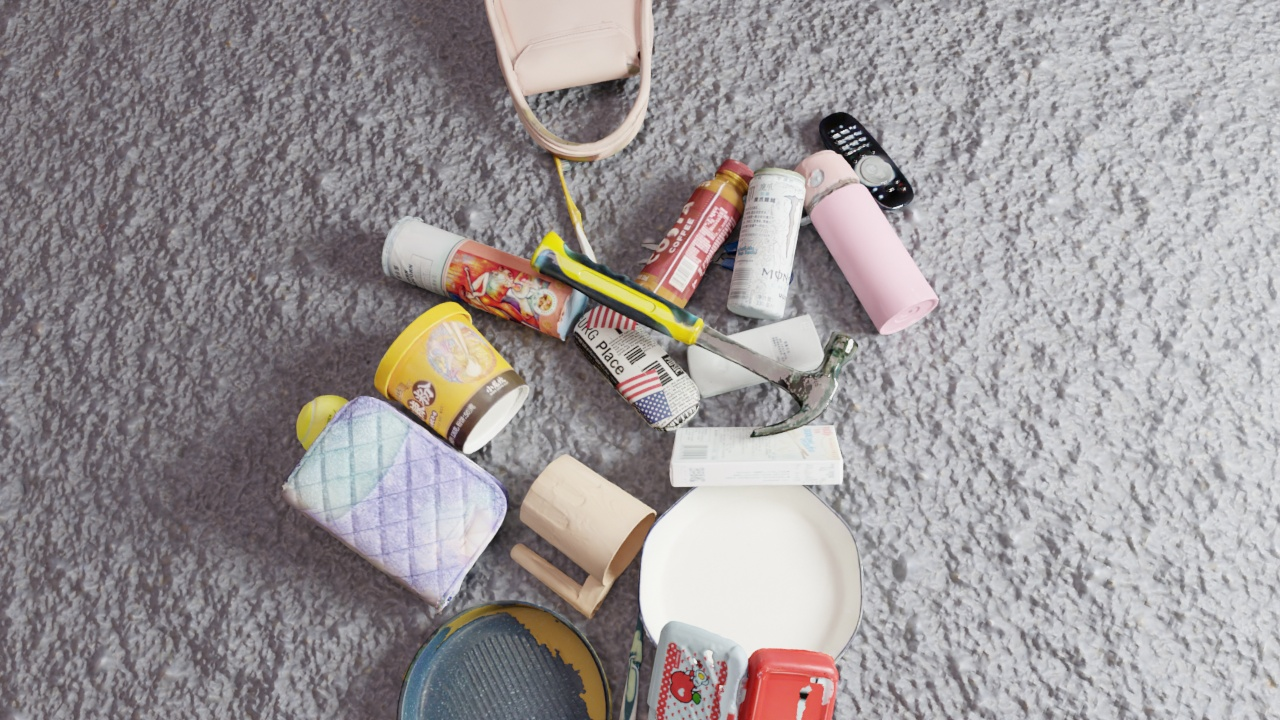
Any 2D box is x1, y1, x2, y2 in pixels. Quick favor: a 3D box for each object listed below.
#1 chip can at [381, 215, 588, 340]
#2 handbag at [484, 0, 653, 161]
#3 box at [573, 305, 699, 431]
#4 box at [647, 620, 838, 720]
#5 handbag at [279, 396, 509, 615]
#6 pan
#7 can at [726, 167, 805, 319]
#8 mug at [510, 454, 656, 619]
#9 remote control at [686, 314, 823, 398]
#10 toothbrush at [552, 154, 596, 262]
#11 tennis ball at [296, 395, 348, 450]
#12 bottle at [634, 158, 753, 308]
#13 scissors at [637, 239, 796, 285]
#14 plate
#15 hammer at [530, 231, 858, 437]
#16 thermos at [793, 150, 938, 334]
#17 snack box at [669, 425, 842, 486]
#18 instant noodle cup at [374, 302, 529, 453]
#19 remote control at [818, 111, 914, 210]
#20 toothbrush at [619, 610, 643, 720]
[{"bbox_3d":[-0.164,-0.088,0.976,0.215,0.071,0.071,20,74,13],"label":"chip can"},{"bbox_3d":[-0.071,-0.338,1.048,0.193,0.093,0.234,-11,75,3],"label":"handbag"},{"bbox_3d":[-0.005,0.007,0.940,0.069,0.052,0.164,-43,64,3],"label":"box"},{"bbox_3d":[0.076,0.327,0.770,0.161,0.058,0.201,10,101,9],"label":"box"},{"bbox_3d":[-0.229,0.133,0.884,0.194,0.075,0.134,36,82,1],"label":"handbag"},{"bbox_3d":[-0.083,0.378,0.798,0.197,0.078,0.357,-33,70,-4],"label":"pan"},{"bbox_3d":[0.129,-0.117,0.933,0.058,0.058,0.146,10,85,11],"label":"can"},{"bbox_3d":[-0.059,0.167,0.876,0.103,0.084,0.125,33,104,18],"label":"mug"},{"bbox_3d":[0.116,-0.004,0.936,0.135,0.019,0.056,-16,70,2],"label":"remote control"},{"bbox_3d":[-0.067,-0.157,1.017,0.018,0.016,0.191,-15,69,-7],"label":"toothbrush"},{"bbox_3d":[-0.320,0.069,0.945,0.065,0.065,0.065,-2,70,7],"label":"tennis ball"},{"bbox_3d":[0.059,-0.129,0.956,0.057,0.057,0.174,31,81,16],"label":"bottle"},{"bbox_3d":[0.086,-0.121,0.987,0.172,0.012,0.132,33,80,18],"label":"scissors"},{"bbox_3d":[0.100,0.205,0.844,0.205,0.045,0.204,-4,65,8],"label":"plate"},{"bbox_3d":[0.037,-0.033,0.889,0.323,0.032,0.126,27,80,10],"label":"hammer"},{"bbox_3d":[0.217,-0.119,0.944,0.087,0.067,0.198,-37,68,24],"label":"thermos"},{"bbox_3d":[0.109,0.090,0.872,0.157,0.084,0.027,-1,109,7],"label":"snack box"},{"bbox_3d":[-0.184,0.022,0.921,0.114,0.118,0.118,42,80,9],"label":"instant noodle cup"},{"bbox_3d":[0.241,-0.212,0.989,0.053,0.024,0.136,-27,69,-14],"label":"remote control"},{"bbox_3d":[-0.006,0.284,0.853,0.016,0.018,0.191,5,71,10],"label":"toothbrush"}]
